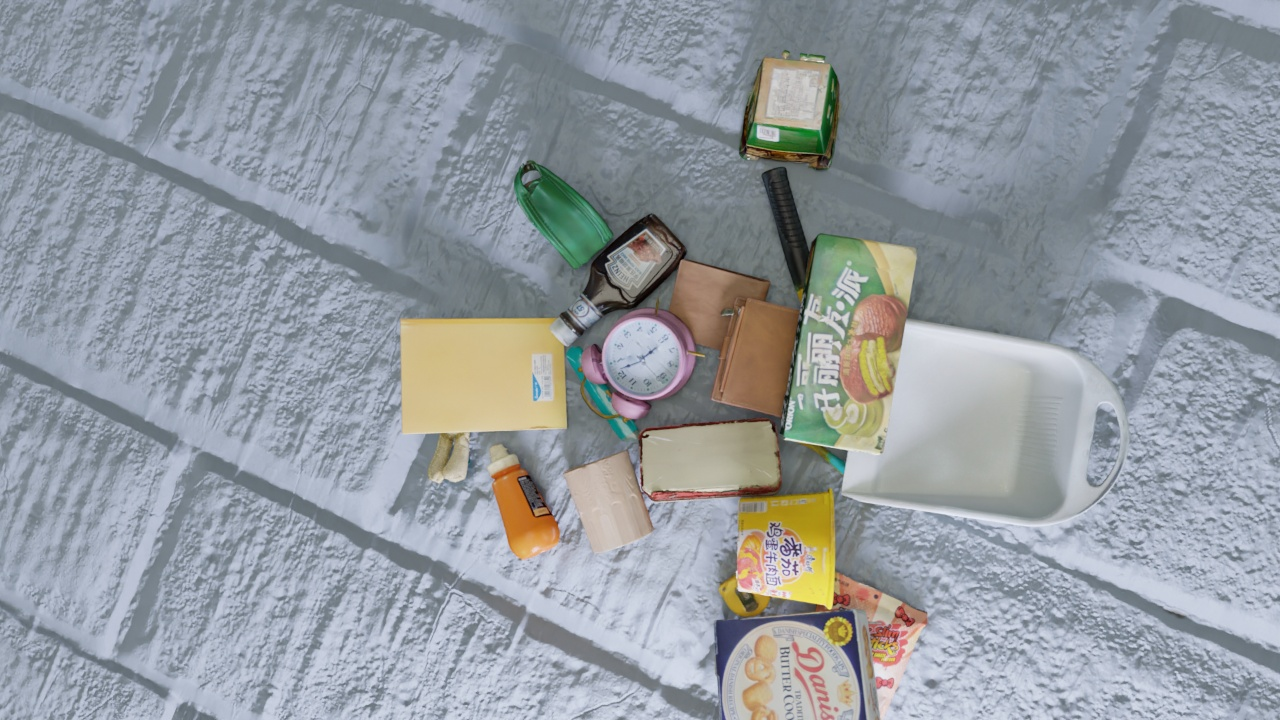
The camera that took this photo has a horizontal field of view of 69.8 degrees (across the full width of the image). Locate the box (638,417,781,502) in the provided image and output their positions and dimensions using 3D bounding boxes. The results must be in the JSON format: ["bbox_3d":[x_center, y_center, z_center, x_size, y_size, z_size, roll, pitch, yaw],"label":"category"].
[{"bbox_3d":[0.084,0.122,1.106,0.168,0.080,0.091,-5,73,9],"label":"box"}]

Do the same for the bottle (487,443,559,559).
[{"bbox_3d":[-0.156,0.175,1.165,0.067,0.066,0.149,-27,77,7],"label":"bottle"}]

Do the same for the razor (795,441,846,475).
[{"bbox_3d":[0.240,0.120,1.115,0.132,0.028,0.043,37,63,11],"label":"razor"}]

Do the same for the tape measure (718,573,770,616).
[{"bbox_3d":[0.131,0.286,1.128,0.060,0.029,0.057,-35,84,7],"label":"tape measure"}]

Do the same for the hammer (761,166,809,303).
[{"bbox_3d":[0.203,-0.090,1.125,0.129,0.033,0.300,-15,86,7],"label":"hammer"}]

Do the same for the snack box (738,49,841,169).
[{"bbox_3d":[0.179,-0.301,1.097,0.118,0.105,0.117,9,90,10],"label":"snack box"}]

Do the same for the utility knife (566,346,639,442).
[{"bbox_3d":[-0.047,0.045,1.173,0.029,0.013,0.151,-35,81,4],"label":"utility knife"}]

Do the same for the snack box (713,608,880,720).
[{"bbox_3d":[0.179,0.385,1.059,0.183,0.045,0.177,-14,65,26],"label":"snack box"}]

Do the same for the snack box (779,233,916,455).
[{"bbox_3d":[0.235,-0.018,1.048,0.114,0.063,0.240,10,90,5],"label":"snack box"}]

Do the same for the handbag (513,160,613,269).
[{"bbox_3d":[-0.098,-0.179,1.127,0.068,0.131,0.120,-41,80,1],"label":"handbag"}]

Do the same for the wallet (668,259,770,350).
[{"bbox_3d":[0.094,-0.065,1.137,0.115,0.020,0.101,18,107,12],"label":"wallet"}]

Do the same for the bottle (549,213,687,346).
[{"bbox_3d":[-0.033,-0.095,1.154,0.195,0.044,0.080,-43,82,4],"label":"bottle"}]

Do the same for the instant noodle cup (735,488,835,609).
[{"bbox_3d":[0.168,0.217,1.069,0.110,0.138,0.138,0,88,9],"label":"instant noodle cup"}]

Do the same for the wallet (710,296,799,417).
[{"bbox_3d":[0.143,-0.005,1.097,0.119,0.035,0.130,14,90,8],"label":"wallet"}]

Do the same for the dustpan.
[{"bbox_3d":[0.385,0.072,1.026,0.257,0.142,0.222,9,90,-3],"label":"dustpan"}]

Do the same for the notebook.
[{"bbox_3d":[-0.197,0.018,1.157,0.206,0.010,0.146,-1,87,-14],"label":"notebook"}]

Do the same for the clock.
[{"bbox_3d":[-0.007,0.007,1.136,0.159,0.059,0.117,-41,87,14],"label":"clock"}]

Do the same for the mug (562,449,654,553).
[{"bbox_3d":[-0.047,0.174,1.123,0.084,0.125,0.103,-18,86,-31],"label":"mug"}]

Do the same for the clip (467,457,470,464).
[{"bbox_3d":[-0.249,0.139,1.198,0.057,0.047,0.014,-24,82,2],"label":"clip"}]

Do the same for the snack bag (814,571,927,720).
[{"bbox_3d":[0.248,0.372,1.097,0.128,0.073,0.207,22,85,10],"label":"snack bag"}]

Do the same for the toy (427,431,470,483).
[{"bbox_3d":[-0.242,0.079,1.176,0.105,0.066,0.157,1,81,26],"label":"toy"}]
